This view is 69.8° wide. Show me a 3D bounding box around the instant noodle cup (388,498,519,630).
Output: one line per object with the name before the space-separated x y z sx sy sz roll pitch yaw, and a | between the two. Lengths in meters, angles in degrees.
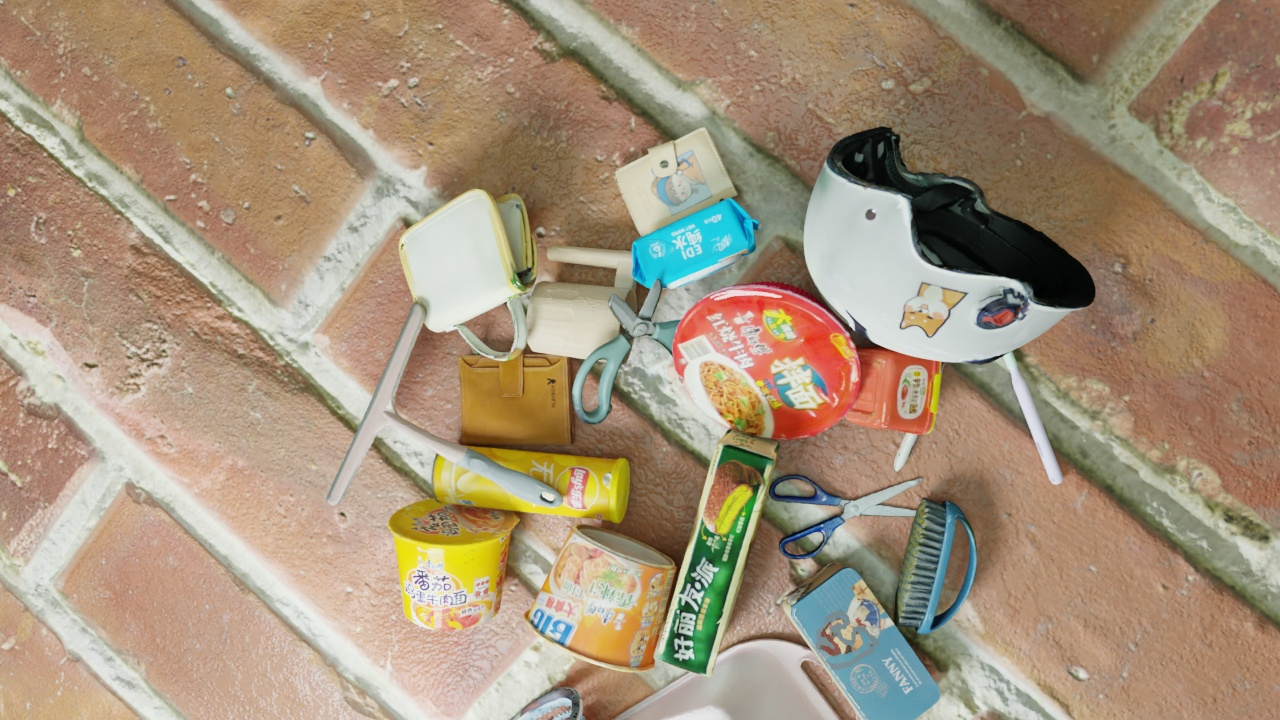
instant noodle cup | -0.209 0.227 1.022 0.138 0.137 0.110 4 103 10

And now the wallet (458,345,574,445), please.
wallet | -0.142 0.038 1.045 0.131 0.035 0.119 -1 100 11

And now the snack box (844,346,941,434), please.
snack box | 0.253 0.028 0.936 0.080 0.082 0.091 1 96 -33

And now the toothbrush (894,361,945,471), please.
toothbrush | 0.310 0.032 0.967 0.017 0.016 0.187 22 97 -2

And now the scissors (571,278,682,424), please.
scissors | -0.006 0.005 0.961 0.180 0.170 0.019 -46 41 1

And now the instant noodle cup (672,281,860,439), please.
instant noodle cup | 0.132 -0.011 0.941 0.194 0.065 0.194 12 131 14

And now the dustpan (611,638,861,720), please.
dustpan | 0.115 0.443 1.037 0.274 0.138 0.222 -37 88 39

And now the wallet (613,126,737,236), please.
wallet | 0.036 -0.195 0.998 0.115 0.024 0.087 -24 95 12

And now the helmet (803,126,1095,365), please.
helmet | 0.268 -0.087 0.875 0.274 0.229 0.157 26 123 -12

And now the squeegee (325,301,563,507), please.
squeegee | -0.196 0.098 0.984 0.249 0.040 0.248 26 94 9

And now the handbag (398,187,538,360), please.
handbag | -0.175 -0.081 0.994 0.164 0.063 0.178 -20 84 39

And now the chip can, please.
chip can | -0.121 0.136 1.026 0.213 0.072 0.072 4 95 11

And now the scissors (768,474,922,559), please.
scissors | 0.219 0.168 0.995 0.165 0.012 0.157 26 96 7

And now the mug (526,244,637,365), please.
mug | -0.060 -0.062 0.997 0.103 0.084 0.124 7 87 11

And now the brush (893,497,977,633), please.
brush | 0.312 0.217 0.959 0.073 0.055 0.144 11 96 7

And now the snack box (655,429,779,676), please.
snack box | 0.085 0.198 0.970 0.063 0.114 0.240 16 97 10

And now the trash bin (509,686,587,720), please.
trash bin | -0.081 0.506 0.988 0.227 0.226 0.195 -43 99 10

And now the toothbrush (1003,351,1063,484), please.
toothbrush | 0.396 0.041 0.949 0.021 0.029 0.189 -24 91 -27

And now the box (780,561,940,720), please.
box | 0.234 0.308 0.969 0.089 0.059 0.184 -37 85 -6

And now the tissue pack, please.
tissue pack | 0.060 -0.119 0.963 0.140 0.090 0.063 -22 90 11

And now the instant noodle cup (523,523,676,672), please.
instant noodle cup | -0.036 0.249 0.986 0.151 0.151 0.111 21 89 8
